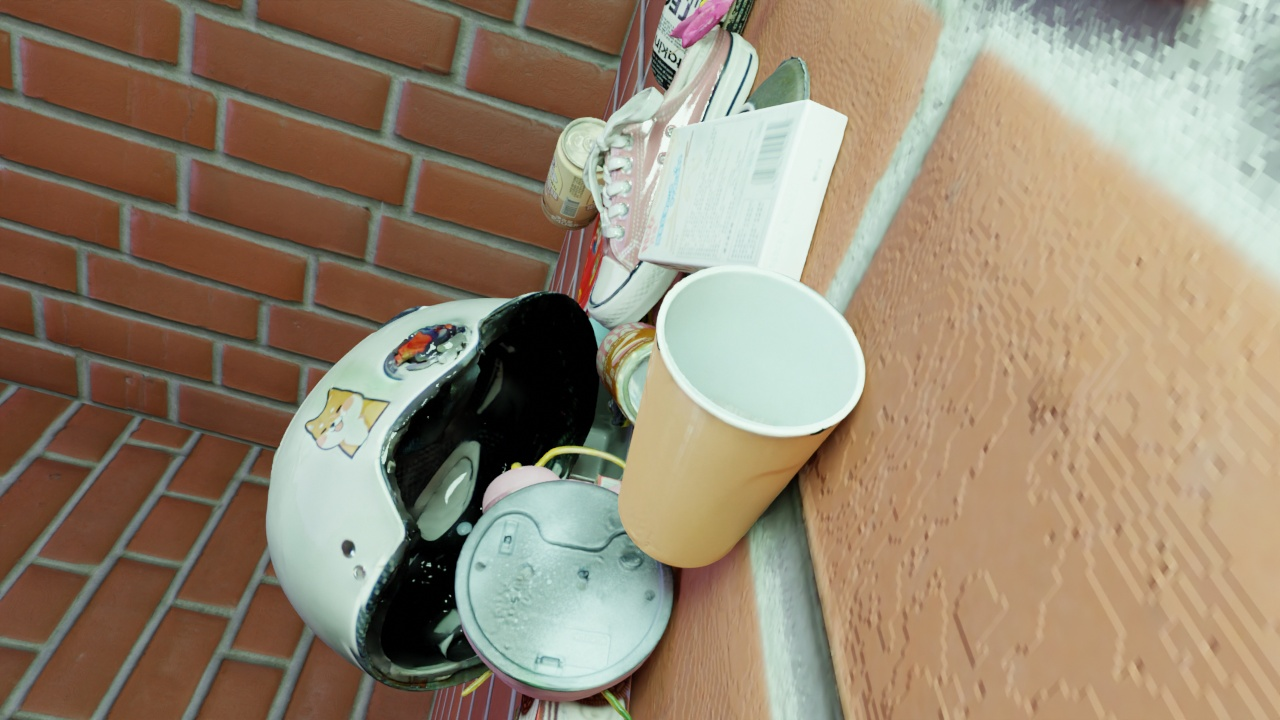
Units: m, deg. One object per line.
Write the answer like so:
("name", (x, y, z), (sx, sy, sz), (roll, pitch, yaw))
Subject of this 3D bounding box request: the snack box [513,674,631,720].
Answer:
("snack box", (-0.037, 0.181, 0.563), (0.207, 0.057, 0.058), (-83, 16, -46))

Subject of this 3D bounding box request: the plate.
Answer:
("plate", (0.059, -0.107, 0.584), (0.179, 0.024, 0.179), (-166, 91, -81))

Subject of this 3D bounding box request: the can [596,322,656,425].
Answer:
("can", (0.005, 0.008, 0.600), (0.147, 0.058, 0.058), (-139, 65, -80))

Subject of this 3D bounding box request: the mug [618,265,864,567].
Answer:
("mug", (0.032, 0.031, 0.375), (0.123, 0.078, 0.078), (108, 172, -49))

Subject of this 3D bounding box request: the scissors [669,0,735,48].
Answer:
("scissors", (0.066, -0.259, 0.647), (0.134, 0.017, 0.129), (-24, 24, 39))

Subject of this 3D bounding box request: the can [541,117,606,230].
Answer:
("can", (-0.057, -0.172, 0.858), (0.116, 0.058, 0.058), (126, 158, -66))

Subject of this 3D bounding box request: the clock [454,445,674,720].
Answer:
("clock", (-0.041, 0.116, 0.521), (0.060, 0.117, 0.158), (103, 177, -56))

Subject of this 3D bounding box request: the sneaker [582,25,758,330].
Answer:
("sneaker", (0.003, -0.142, 0.684), (0.241, 0.087, 0.118), (-67, 24, 3))

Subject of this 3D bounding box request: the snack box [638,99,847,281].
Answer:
("snack box", (0.048, -0.089, 0.501), (0.157, 0.027, 0.084), (21, 96, 67))

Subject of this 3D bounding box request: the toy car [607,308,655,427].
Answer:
("toy car", (-0.004, 0.004, 0.742), (0.048, 0.032, 0.105), (127, 153, -64))

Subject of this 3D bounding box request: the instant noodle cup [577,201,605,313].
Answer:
("instant noodle cup", (-0.003, -0.127, 0.851), (0.194, 0.066, 0.194), (-166, 91, -82))

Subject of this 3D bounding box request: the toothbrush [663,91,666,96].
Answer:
("toothbrush", (0.031, -0.273, 1.014), (0.225, 0.026, 0.027), (121, 141, -57))

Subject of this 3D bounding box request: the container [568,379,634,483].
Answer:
("container", (-0.060, 0.071, 0.793), (0.114, 0.090, 0.090), (119, 165, -65))

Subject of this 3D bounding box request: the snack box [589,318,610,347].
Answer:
("snack box", (-0.089, 0.026, 0.869), (0.175, 0.074, 0.051), (-39, 47, 35))

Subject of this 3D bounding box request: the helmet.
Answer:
("helmet", (-0.148, 0.071, 0.621), (0.230, 0.157, 0.273), (70, -144, -55))

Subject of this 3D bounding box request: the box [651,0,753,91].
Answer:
("box", (0.072, -0.299, 0.781), (0.075, 0.083, 0.164), (51, 133, 33))

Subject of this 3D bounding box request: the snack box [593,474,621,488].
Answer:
("snack box", (-0.047, 0.166, 0.741), (0.075, 0.025, 0.153), (-83, 13, -45))
